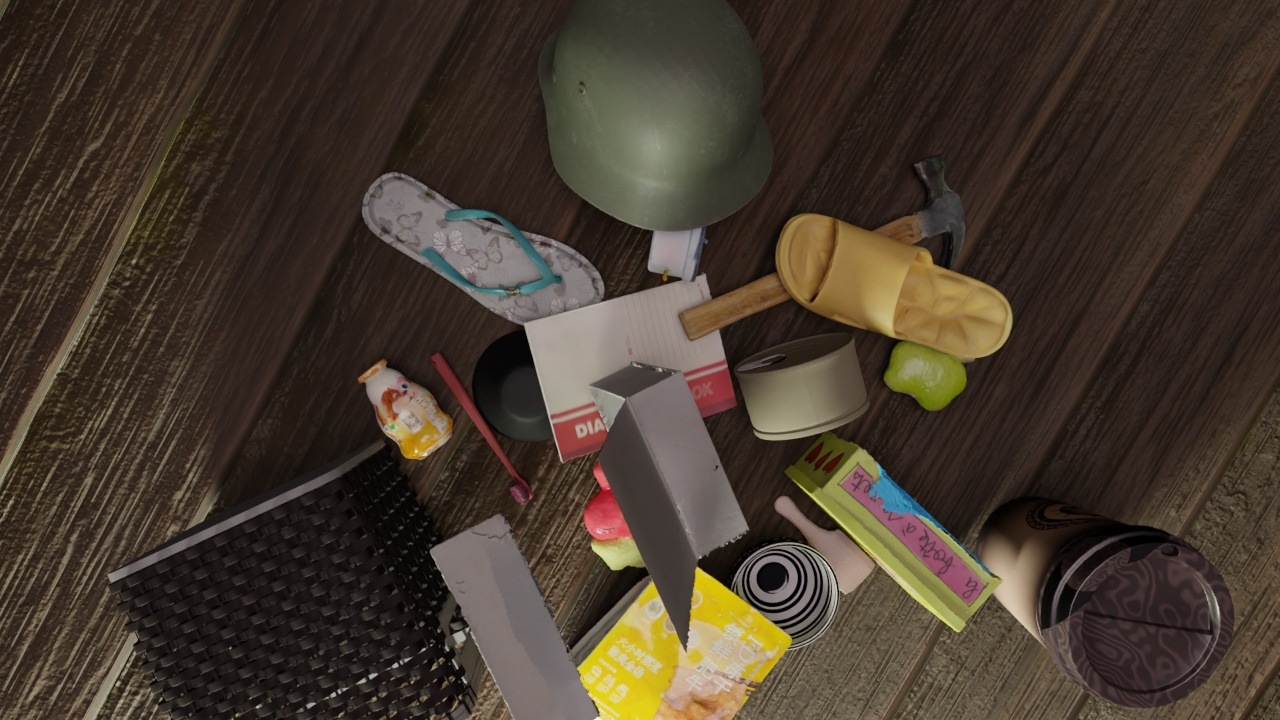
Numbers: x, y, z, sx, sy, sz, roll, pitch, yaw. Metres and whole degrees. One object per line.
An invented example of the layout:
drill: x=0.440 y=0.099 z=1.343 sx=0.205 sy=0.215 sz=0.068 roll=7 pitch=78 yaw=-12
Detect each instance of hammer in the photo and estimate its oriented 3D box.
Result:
hammer: x=0.198 y=-0.098 z=0.987 sx=0.330 sy=0.033 sz=0.132 roll=-24 pitch=100 yaw=-5

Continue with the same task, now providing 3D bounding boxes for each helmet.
helmet: x=0.015 y=-0.276 z=0.872 sx=0.226 sy=0.154 sz=0.268 roll=-34 pitch=70 yaw=-18

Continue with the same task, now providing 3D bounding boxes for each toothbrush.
toothbrush: x=-0.173 y=0.074 z=0.991 sx=0.016 sy=0.016 sz=0.190 roll=-39 pitch=101 yaw=-43

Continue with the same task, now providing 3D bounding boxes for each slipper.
slipper: x=0.263 y=-0.070 z=0.942 sx=0.263 sy=0.078 sz=0.099 roll=20 pitch=97 yaw=-5
slipper: x=-0.167 y=-0.107 z=0.955 sx=0.268 sy=0.054 sz=0.098 roll=25 pitch=96 yaw=-5

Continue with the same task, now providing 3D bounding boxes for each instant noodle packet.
instant noodle packet: x=0.032 y=0.323 z=0.983 sx=0.163 sy=0.084 sz=0.222 roll=39 pitch=106 yaw=-6

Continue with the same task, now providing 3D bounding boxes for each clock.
clock: x=0.043 y=-0.139 z=0.953 sx=0.057 sy=0.083 sz=0.117 roll=10 pitch=97 yaw=1

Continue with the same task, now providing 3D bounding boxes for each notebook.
notebook: x=-0.006 y=0.006 z=0.973 sx=0.208 sy=0.012 sz=0.153 roll=-17 pitch=96 yaw=-19

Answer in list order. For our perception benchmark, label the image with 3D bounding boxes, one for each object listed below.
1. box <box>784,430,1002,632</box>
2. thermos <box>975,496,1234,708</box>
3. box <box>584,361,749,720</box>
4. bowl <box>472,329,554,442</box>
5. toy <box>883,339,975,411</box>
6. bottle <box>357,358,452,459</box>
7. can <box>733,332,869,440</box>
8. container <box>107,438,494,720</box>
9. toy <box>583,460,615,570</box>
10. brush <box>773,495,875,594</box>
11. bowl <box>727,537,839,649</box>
box: x=0.266 y=0.178 z=0.989 sx=0.221 sy=0.124 sz=0.079 roll=41 pitch=89 yaw=-9
thermos: x=0.460 y=0.232 z=0.956 sx=0.172 sy=0.226 sz=0.173 roll=-1 pitch=96 yaw=-5
box: x=0.027 y=0.111 z=0.772 sx=0.108 sy=0.418 sz=0.166 roll=-24 pitch=99 yaw=-1
bowl: x=-0.118 y=0.031 z=0.974 sx=0.124 sy=0.052 sz=0.124 roll=-1 pitch=97 yaw=-5
toy: x=0.326 y=-0.006 z=1.011 sx=0.092 sy=0.043 sz=0.118 roll=30 pitch=90 yaw=-4
bottle: x=-0.247 y=0.050 z=0.961 sx=0.063 sy=0.063 sz=0.109 roll=-37 pitch=97 yaw=0
can: x=0.169 y=0.026 z=0.959 sx=0.128 sy=0.127 sz=0.073 roll=-18 pitch=99 yaw=-3
container: x=-0.315 y=0.243 z=0.890 sx=0.245 sy=0.247 sz=0.243 roll=-25 pitch=94 yaw=-2
toy: x=-0.016 y=0.164 z=1.001 sx=0.091 sy=0.045 sz=0.135 roll=-4 pitch=103 yaw=-6
brush: x=0.203 y=0.202 z=1.041 sx=0.135 sy=0.015 sz=0.050 roll=44 pitch=92 yaw=-2
bowl: x=0.152 y=0.249 z=1.014 sx=0.120 sy=0.066 sz=0.120 roll=-1 pitch=97 yaw=-5
